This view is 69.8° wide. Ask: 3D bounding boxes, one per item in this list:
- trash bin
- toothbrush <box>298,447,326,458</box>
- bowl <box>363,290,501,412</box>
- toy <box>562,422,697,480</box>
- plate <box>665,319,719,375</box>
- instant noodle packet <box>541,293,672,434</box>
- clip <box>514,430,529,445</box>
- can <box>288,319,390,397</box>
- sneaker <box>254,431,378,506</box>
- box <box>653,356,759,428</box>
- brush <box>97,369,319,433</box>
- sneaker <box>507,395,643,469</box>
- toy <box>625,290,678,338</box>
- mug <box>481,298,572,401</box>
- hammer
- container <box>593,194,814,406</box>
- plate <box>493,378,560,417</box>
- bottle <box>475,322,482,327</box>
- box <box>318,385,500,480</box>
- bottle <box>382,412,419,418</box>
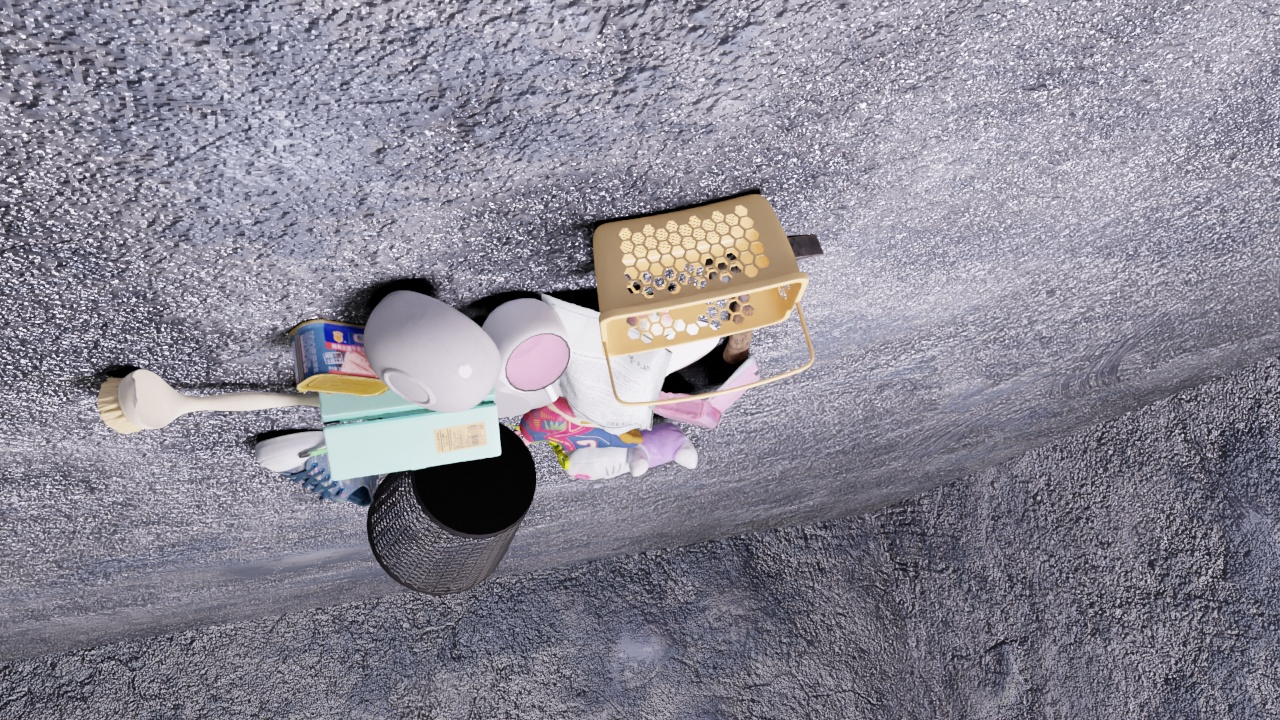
[{"bbox_3d":[-0.258,0.197,1.292,0.216,0.216,0.244,-4,158,-26],"label":"trash bin"},{"bbox_3d":[-0.354,0.106,1.208,0.187,0.017,0.014,-14,148,-35],"label":"toothbrush"},{"bbox_3d":[-0.203,0.002,0.865,0.132,0.064,0.132,20,149,12],"label":"bowl"},{"bbox_3d":[-0.022,0.140,1.439,0.209,0.085,0.138,-3,-175,-11],"label":"toy"},{"bbox_3d":[-0.007,0.007,1.175,0.229,0.030,0.230,-12,162,-4],"label":"plate"},{"bbox_3d":[-0.040,0.010,1.049,0.147,0.057,0.270,21,156,6],"label":"instant noodle packet"},{"bbox_3d":[-0.197,0.128,1.396,0.059,0.041,0.023,-16,159,-4],"label":"clip"},{"bbox_3d":[-0.295,0.000,0.912,0.054,0.059,0.099,-26,157,35],"label":"can"},{"bbox_3d":[-0.426,0.152,1.247,0.087,0.079,0.235,-17,162,13],"label":"sneaker"},{"bbox_3d":[0.094,0.058,1.293,0.173,0.075,0.233,-16,171,9],"label":"box"},{"bbox_3d":[-0.425,0.042,0.972,0.077,0.062,0.271,-7,174,41],"label":"brush"},{"bbox_3d":[-0.086,0.096,1.301,0.091,0.116,0.241,-48,148,11],"label":"sneaker"},{"bbox_3d":[-0.001,-0.043,1.012,0.087,0.050,0.113,1,152,-36],"label":"toy"},{"bbox_3d":[-0.114,-0.007,0.942,0.090,0.076,0.124,-31,136,-10],"label":"mug"},{"bbox_3d":[0.132,-0.058,1.080,0.120,0.033,0.331,-13,163,-2],"label":"hammer"},{"bbox_3d":[0.052,-0.046,0.837,0.183,0.167,0.129,-12,162,-4],"label":"container"},{"bbox_3d":[-0.185,0.044,1.119,0.173,0.019,0.173,1,159,0],"label":"plate"},{"bbox_3d":[-0.151,-0.014,1.000,0.043,0.042,0.109,-24,160,30],"label":"bottle"},{"bbox_3d":[-0.249,0.055,0.998,0.186,0.138,0.056,-9,179,-15],"label":"box"},{"bbox_3d":[-0.297,0.077,1.160,0.048,0.048,0.131,0,158,-34],"label":"bottle"}]
